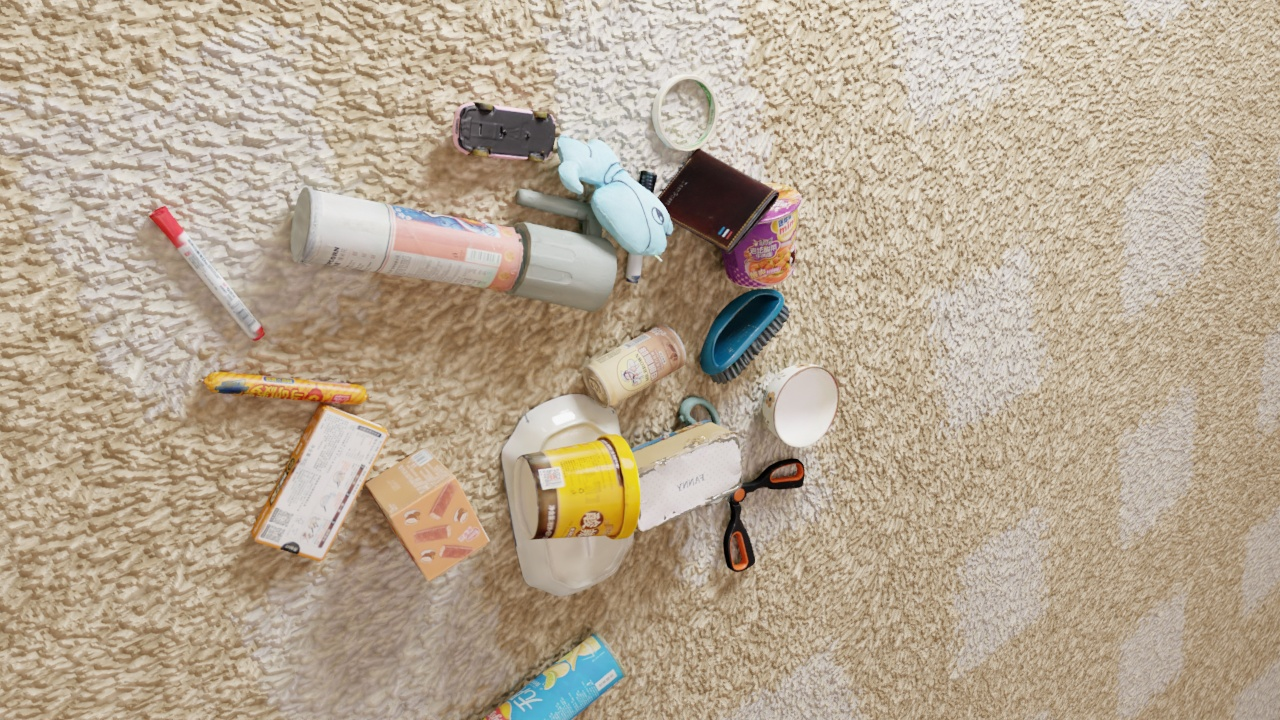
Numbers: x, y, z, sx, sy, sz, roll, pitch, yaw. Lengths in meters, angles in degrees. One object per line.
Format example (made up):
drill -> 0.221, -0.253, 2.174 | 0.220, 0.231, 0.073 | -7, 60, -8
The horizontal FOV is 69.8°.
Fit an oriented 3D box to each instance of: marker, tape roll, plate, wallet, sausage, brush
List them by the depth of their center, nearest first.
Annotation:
marker -> -0.396, -0.077, 0.844 | 0.017, 0.017, 0.145 | -39, 122, -17
sausage -> -0.346, 0.028, 0.905 | 0.165, 0.021, 0.021 | 7, 101, -33
wallet -> 0.084, -0.184, 1.057 | 0.096, 0.122, 0.020 | -49, 151, -10
tape roll -> 0.053, -0.287, 1.065 | 0.085, 0.014, 0.086 | -10, 110, -30
marker -> 0.001, -0.155, 1.070 | 0.022, 0.018, 0.131 | 8, 102, 2
plate -> -0.078, 0.171, 1.112 | 0.161, 0.034, 0.266 | -17, 113, -27
brush -> 0.127, -0.039, 1.164 | 0.143, 0.055, 0.073 | -46, 125, -12

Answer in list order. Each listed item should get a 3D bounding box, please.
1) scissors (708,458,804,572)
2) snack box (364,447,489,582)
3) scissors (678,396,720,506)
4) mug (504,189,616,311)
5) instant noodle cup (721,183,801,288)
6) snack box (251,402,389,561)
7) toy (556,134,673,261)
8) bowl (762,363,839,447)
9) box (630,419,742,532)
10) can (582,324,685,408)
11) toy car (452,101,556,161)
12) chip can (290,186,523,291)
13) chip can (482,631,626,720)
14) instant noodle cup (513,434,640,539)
scissors -> 0.139, 0.192, 1.260 | 0.233, 0.022, 0.221 | -10, 111, -33
snack box -> -0.228, 0.163, 0.978 | 0.077, 0.093, 0.094 | -33, 120, -20
scissors -> 0.053, 0.139, 1.195 | 0.171, 0.019, 0.177 | -28, 121, -25
mug -> -0.091, -0.120, 0.995 | 0.103, 0.084, 0.123 | 8, 74, -33
instant noodle cup -> 0.143, -0.149, 1.114 | 0.111, 0.111, 0.099 | -26, 125, -23
snack box -> -0.329, 0.126, 0.944 | 0.075, 0.026, 0.153 | 29, 88, -35
toy -> -0.023, -0.174, 1.002 | 0.161, 0.050, 0.156 | -6, 71, -52
bowl -> 0.207, 0.055, 1.240 | 0.113, 0.062, 0.113 | -9, 109, -29
box -> 0.039, 0.142, 1.124 | 0.184, 0.062, 0.090 | -16, 112, -30
can -> -0.006, 0.006, 1.091 | 0.116, 0.058, 0.058 | -29, 118, -22
toy car -> -0.141, -0.235, 0.947 | 0.122, 0.037, 0.056 | -6, 111, -44
chip can -> -0.226, -0.115, 0.906 | 0.214, 0.071, 0.071 | 7, 101, -34
chip can -> -0.120, 0.431, 1.145 | 0.209, 0.071, 0.071 | -34, 120, -20
instant noodle cup -> -0.074, 0.145, 1.019 | 0.114, 0.118, 0.118 | -3, 106, -24
